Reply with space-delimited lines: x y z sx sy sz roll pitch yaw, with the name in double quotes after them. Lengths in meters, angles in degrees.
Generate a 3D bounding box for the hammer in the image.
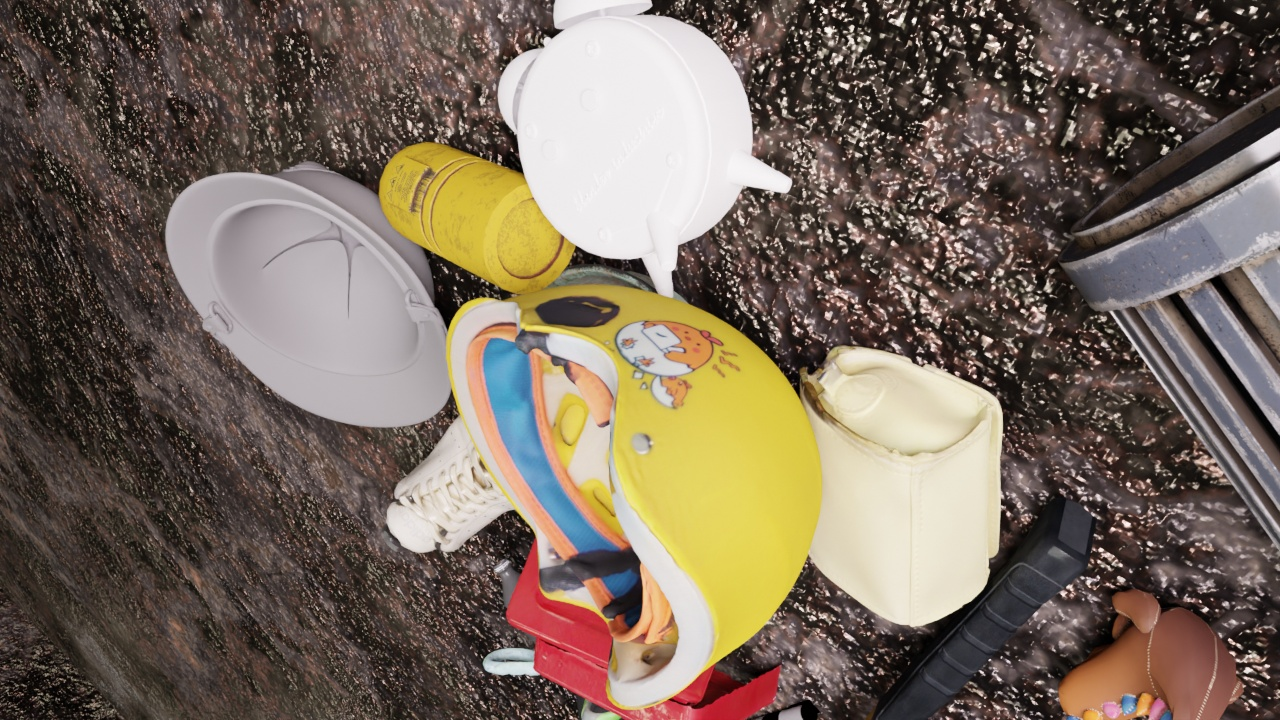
0.164 0.207 0.558 0.025 0.117 0.334 33 129 13 "hammer"

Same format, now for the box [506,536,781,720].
0.006 0.169 0.665 0.157 0.153 0.168 12 103 35 "box"

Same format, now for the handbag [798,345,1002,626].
0.133 0.061 0.497 0.111 0.081 0.119 35 142 51 "handbag"

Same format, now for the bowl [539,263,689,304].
-0.004 0.004 0.606 0.157 0.038 0.158 21 129 29 "bowl"

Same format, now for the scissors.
-0.042 0.243 0.728 0.174 0.171 0.022 3 92 -1 "scissors"

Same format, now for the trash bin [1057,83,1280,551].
0.265 0.015 0.303 0.227 0.163 0.165 56 137 2 "trash bin"

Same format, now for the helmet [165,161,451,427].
-0.229 -0.069 0.702 0.183 0.117 0.271 -2 141 10 "helmet"

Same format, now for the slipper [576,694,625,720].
0.029 0.319 0.742 0.268 0.075 0.113 21 117 58 "slipper"

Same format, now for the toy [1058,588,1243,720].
0.247 0.170 0.458 0.070 0.102 0.090 45 130 6 "toy"

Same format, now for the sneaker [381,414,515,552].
-0.151 0.103 0.736 0.089 0.102 0.242 52 144 -2 "sneaker"

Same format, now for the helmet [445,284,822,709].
0.004 0.047 0.502 0.240 0.139 0.209 46 147 40 "helmet"

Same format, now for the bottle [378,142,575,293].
-0.119 -0.102 0.601 0.164 0.070 0.071 28 133 42 "bottle"

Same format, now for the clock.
-0.011 -0.121 0.494 0.126 0.072 0.161 -41 80 41 "clock"

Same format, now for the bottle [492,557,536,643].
-0.097 0.228 0.834 0.036 0.036 0.110 -29 96 47 "bottle"

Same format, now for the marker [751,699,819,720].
0.091 0.295 0.733 0.016 0.016 0.141 50 137 3 "marker"
